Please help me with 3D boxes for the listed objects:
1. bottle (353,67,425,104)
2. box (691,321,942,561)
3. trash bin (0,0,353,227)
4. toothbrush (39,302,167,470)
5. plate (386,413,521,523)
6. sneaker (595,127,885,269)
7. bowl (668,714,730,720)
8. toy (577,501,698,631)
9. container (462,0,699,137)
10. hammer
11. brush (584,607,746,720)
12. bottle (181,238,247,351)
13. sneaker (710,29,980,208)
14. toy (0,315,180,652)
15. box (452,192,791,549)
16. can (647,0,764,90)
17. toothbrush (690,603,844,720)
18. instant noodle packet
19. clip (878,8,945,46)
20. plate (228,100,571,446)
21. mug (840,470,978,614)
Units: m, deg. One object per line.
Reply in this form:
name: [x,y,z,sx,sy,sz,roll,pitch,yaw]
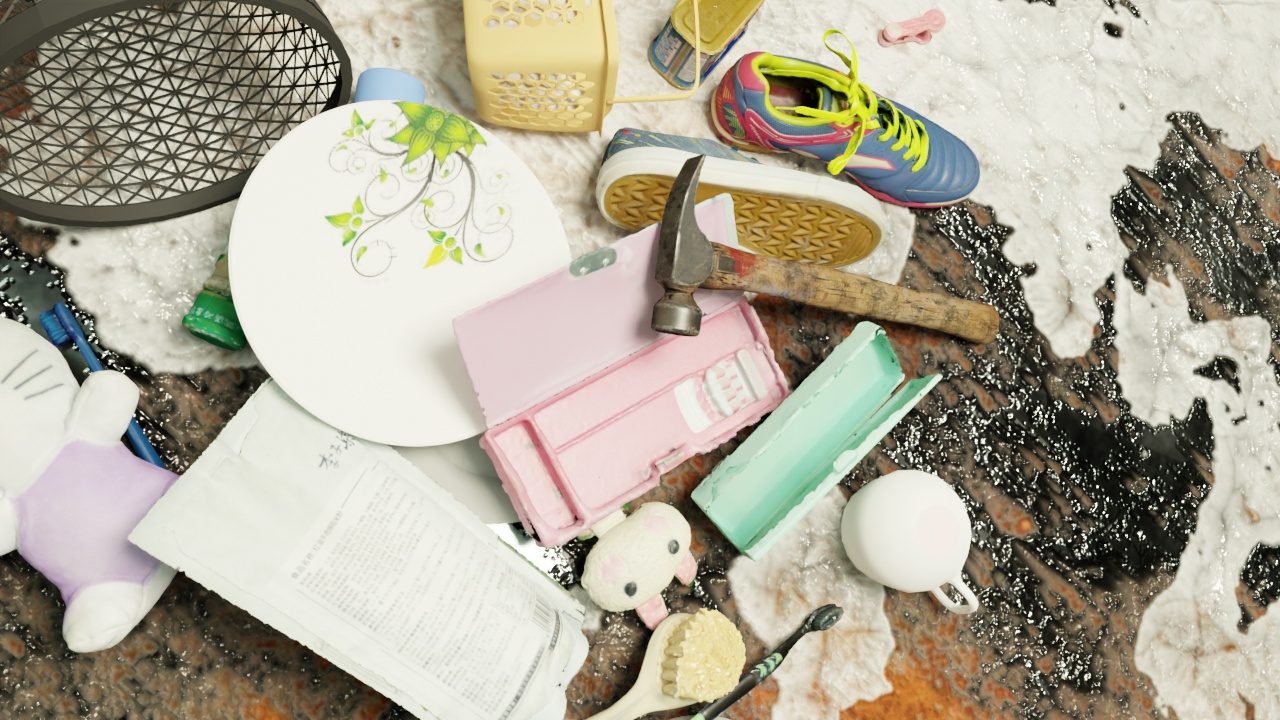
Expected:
bottle: [-0.183,-0.136,0.645,0.048,0.048,0.131,8,78,-14]
box: [0.136,0.070,0.656,0.188,0.079,0.077,-43,134,-8]
trash bin: [-0.327,-0.242,0.550,0.216,0.217,0.243,-25,81,-19]
toothbrush: [-0.329,0.047,0.588,0.017,0.016,0.190,-32,90,-11]
plate: [-0.100,0.029,0.653,0.172,0.019,0.172,3,79,-15]
sneaker: [0.080,-0.133,0.706,0.235,0.088,0.079,9,52,-16]
bowl: [0.046,0.312,0.617,0.131,0.064,0.131,3,79,-15]
toy: [-0.004,0.136,0.648,0.087,0.050,0.112,-39,100,-19]
container: [-0.043,-0.267,0.665,0.167,0.129,0.183,-5,78,-6]
hammer: [0.156,-0.059,0.689,0.329,0.033,0.120,8,90,-31]
brush: [-0.047,0.253,0.607,0.272,0.077,0.062,-31,80,-14]
bottle: [-0.262,-0.062,0.613,0.042,0.043,0.109,24,73,-10]
sneaker: [0.178,-0.183,0.734,0.241,0.091,0.116,12,74,-14]
toy: [-0.350,0.062,0.537,0.209,0.086,0.137,36,73,-1]
box: [-0.008,0.003,0.644,0.232,0.055,0.180,-27,107,-27]
can: [0.056,-0.271,0.733,0.054,0.059,0.099,40,73,-6]
toothbrush: [0.082,0.221,0.645,0.187,0.017,0.014,-27,94,-34]
instant noodle packet: [-0.152,0.133,0.565,0.269,0.057,0.146,41,39,-15]
clip: [0.238,-0.290,0.802,0.057,0.035,0.022,-17,88,-14]
plate: [-0.154,-0.057,0.615,0.229,0.030,0.229,4,82,-31]
mug: [0.212,0.141,0.690,0.090,0.076,0.124,-37,91,-19]
